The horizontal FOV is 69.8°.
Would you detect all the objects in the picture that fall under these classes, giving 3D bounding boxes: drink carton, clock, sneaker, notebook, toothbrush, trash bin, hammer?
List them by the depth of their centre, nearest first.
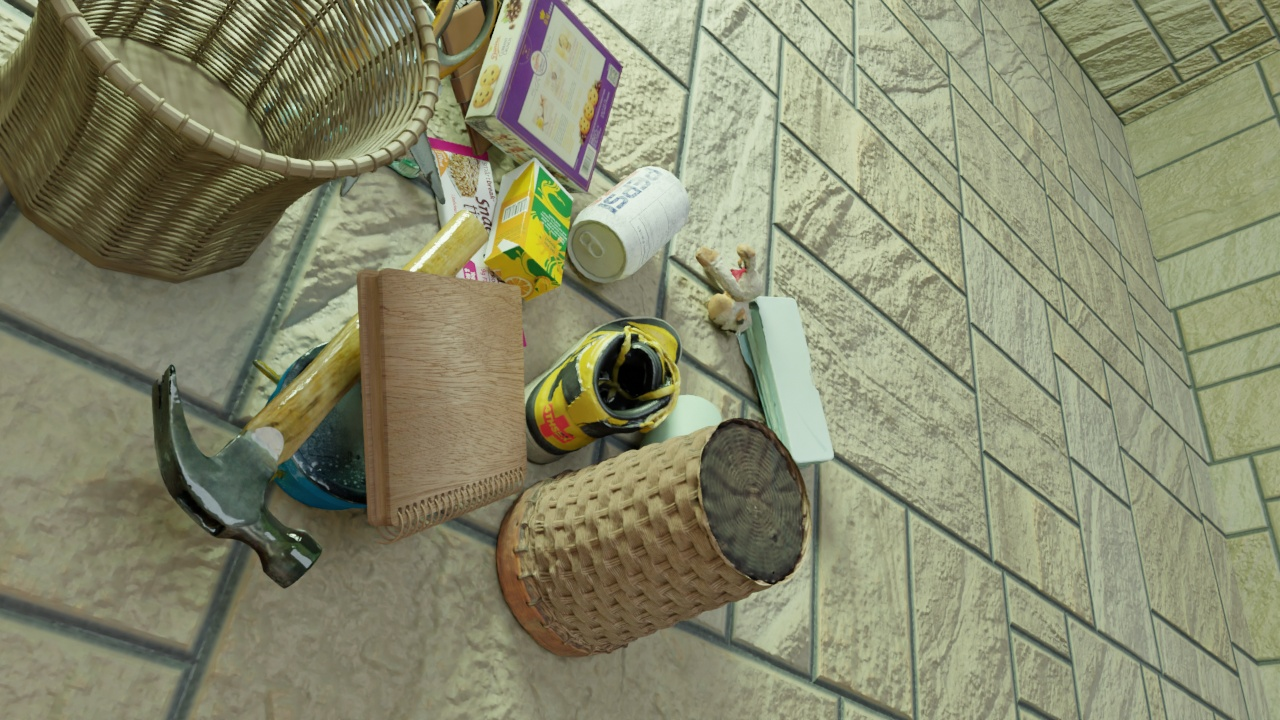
[{"bbox_3d":[-0.189,-0.014,0.619,0.132,0.033,0.329,46,39,-15],"label":"hammer"},{"bbox_3d":[-0.192,0.052,0.649,0.161,0.060,0.116,16,58,-43],"label":"clock"},{"bbox_3d":[-0.132,0.026,0.655,0.210,0.022,0.169,-5,93,-74],"label":"notebook"},{"bbox_3d":[0.011,0.138,0.702,0.151,0.211,0.151,22,56,-38],"label":"trash bin"},{"bbox_3d":[-0.239,-0.180,0.750,0.135,0.017,0.022,19,60,-40],"label":"toothbrush"},{"bbox_3d":[-0.213,-0.262,0.791,0.083,0.057,0.117,-3,80,-47],"label":"clock"},{"bbox_3d":[-0.005,0.005,0.822,0.237,0.122,0.086,-39,101,-48],"label":"sneaker"},{"bbox_3d":[-0.099,-0.117,0.829,0.058,0.041,0.122,44,36,-39],"label":"drink carton"}]

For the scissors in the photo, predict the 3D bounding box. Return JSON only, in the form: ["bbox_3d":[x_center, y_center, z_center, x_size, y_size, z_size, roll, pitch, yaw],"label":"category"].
[{"bbox_3d":[-0.193,-0.242,0.753,0.225,0.016,0.225,-36,113,-25],"label":"scissors"}]

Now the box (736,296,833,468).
[{"bbox_3d":[0.163,0.024,1.044,0.085,0.071,0.198,16,59,-64],"label":"box"}]

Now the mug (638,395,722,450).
[{"bbox_3d":[0.043,0.100,0.865,0.103,0.084,0.111,-73,153,-53],"label":"mug"}]

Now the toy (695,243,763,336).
[{"bbox_3d":[0.099,-0.079,1.028,0.085,0.074,0.106,-124,-154,-82],"label":"toy"}]

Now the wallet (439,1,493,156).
[{"bbox_3d":[-0.150,-0.259,0.841,0.087,0.013,0.121,-63,146,-54],"label":"wallet"}]

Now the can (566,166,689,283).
[{"bbox_3d":[-0.011,-0.137,0.921,0.078,0.078,0.135,55,41,-11],"label":"can"}]

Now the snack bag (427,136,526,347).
[{"bbox_3d":[-0.145,-0.106,0.812,0.070,0.016,0.196,4,68,-47],"label":"snack bag"}]

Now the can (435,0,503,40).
[{"bbox_3d":[-0.155,-0.351,0.884,0.128,0.072,0.071,48,43,-17],"label":"can"}]

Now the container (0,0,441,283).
[{"bbox_3d":[-0.274,-0.172,0.570,0.226,0.197,0.226,23,55,-38],"label":"container"}]

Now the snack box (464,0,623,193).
[{"bbox_3d":[-0.086,-0.254,0.866,0.148,0.041,0.143,31,71,-54],"label":"snack box"}]
